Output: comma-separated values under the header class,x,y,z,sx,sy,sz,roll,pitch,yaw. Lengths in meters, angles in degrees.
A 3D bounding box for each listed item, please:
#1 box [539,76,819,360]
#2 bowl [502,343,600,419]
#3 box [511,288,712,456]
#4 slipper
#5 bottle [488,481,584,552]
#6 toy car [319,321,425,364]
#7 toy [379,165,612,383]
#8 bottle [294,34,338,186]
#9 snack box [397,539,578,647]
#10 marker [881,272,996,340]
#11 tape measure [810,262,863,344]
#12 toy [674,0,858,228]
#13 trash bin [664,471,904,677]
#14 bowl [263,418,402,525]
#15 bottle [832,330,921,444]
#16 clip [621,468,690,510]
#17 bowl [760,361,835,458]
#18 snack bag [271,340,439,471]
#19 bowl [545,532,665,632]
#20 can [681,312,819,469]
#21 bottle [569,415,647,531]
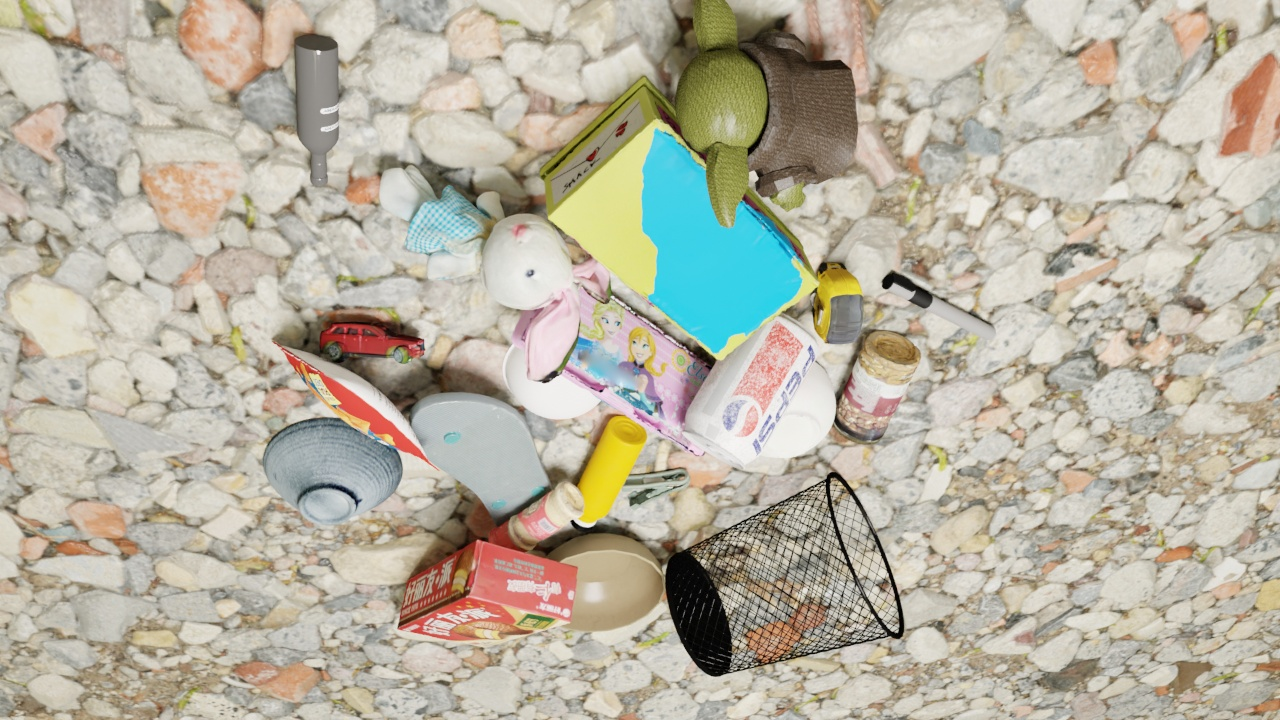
class,x,y,z,sx,sy,sz,roll,pitch,yaw
box,0.036,-0.108,0.762,0.125,0.080,0.221,-39,126,22
bowl,-0.076,0.021,0.873,0.110,0.040,0.110,-4,130,-5
box,-0.004,0.005,0.844,0.230,0.053,0.084,35,79,-30
slipper,-0.144,0.095,0.928,0.098,0.054,0.269,-20,141,5
bottle,-0.108,0.169,0.956,0.109,0.044,0.044,-36,125,21
toy car,-0.238,-0.015,0.820,0.091,0.042,0.036,8,96,-7
toy,-0.110,-0.095,0.722,0.205,0.130,0.106,37,153,-6
bottle,-0.241,-0.182,0.686,0.030,0.030,0.113,5,129,-12
snack box,-0.169,0.256,0.983,0.113,0.060,0.237,21,149,-23
marker,0.290,-0.050,0.884,0.140,0.016,0.016,22,123,-24
tape measure,0.177,-0.048,0.838,0.037,0.064,0.066,-3,129,-8
toy,0.092,-0.182,0.677,0.152,0.179,0.078,-1,174,-35
trash bin,0.153,0.248,1.016,0.210,0.183,0.184,-26,129,20
bowl,-0.309,0.126,0.916,0.137,0.057,0.137,-4,130,-5
bottle,0.234,0.028,0.915,0.056,0.056,0.105,5,128,-12
clip,0.018,0.136,0.995,0.076,0.023,0.059,-17,131,8
bowl,0.144,0.055,0.920,0.113,0.063,0.114,-4,131,-5
snack bag,-0.254,0.037,0.821,0.039,0.131,0.144,-52,128,-15
bowl,-0.049,0.248,1.060,0.152,0.050,0.153,-4,130,-5
can,0.100,0.025,0.841,0.078,0.078,0.136,37,79,-32
bottle,-0.038,0.123,0.962,0.043,0.043,0.144,13,126,-18
